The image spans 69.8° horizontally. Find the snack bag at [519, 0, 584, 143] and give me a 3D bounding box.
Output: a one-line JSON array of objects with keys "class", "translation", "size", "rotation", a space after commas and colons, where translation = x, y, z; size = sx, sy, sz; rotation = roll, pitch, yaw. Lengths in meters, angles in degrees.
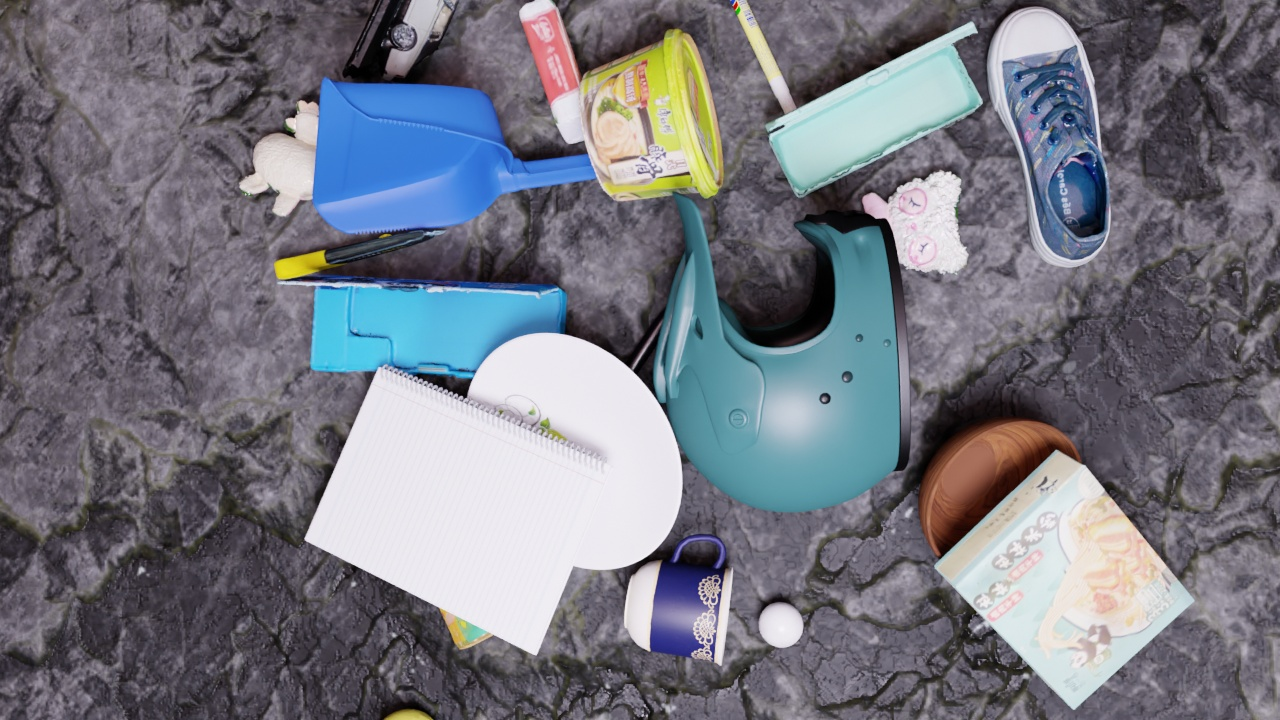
[{"class": "snack bag", "translation": [-0.074, -0.266, 0.851], "size": [0.036, 0.077, 0.116], "rotation": [-19, 87, 4]}]

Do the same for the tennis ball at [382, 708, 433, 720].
[{"class": "tennis ball", "translation": [-0.220, 0.363, 0.864], "size": [0.065, 0.065, 0.065], "rotation": [0, 89, 6]}]

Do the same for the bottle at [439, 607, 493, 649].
[{"class": "bottle", "translation": [-0.184, 0.160, 0.861], "size": [0.068, 0.068, 0.209], "rotation": [-28, 82, 5]}]

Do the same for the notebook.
[{"class": "notebook", "translation": [-0.166, 0.126, 0.820], "size": [0.246, 0.013, 0.178], "rotation": [21, 86, 15]}]

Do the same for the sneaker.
[{"class": "sneaker", "translation": [0.369, -0.201, 0.801], "size": [0.087, 0.079, 0.235], "rotation": [-12, 88, 6]}]

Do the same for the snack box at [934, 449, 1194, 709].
[{"class": "snack box", "translation": [0.361, 0.189, 0.780], "size": [0.141, 0.044, 0.193], "rotation": [-44, 111, 3]}]

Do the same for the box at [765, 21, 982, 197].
[{"class": "box", "translation": [0.209, -0.225, 0.812], "size": [0.188, 0.093, 0.077], "rotation": [-25, 85, 5]}]

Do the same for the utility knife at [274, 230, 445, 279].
[{"class": "utility knife", "translation": [-0.274, -0.107, 0.896], "size": [0.172, 0.028, 0.020], "rotation": [-12, 93, 4]}]

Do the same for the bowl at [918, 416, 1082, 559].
[{"class": "bowl", "translation": [0.300, 0.109, 0.802], "size": [0.147, 0.069, 0.147], "rotation": [-4, 109, -13]}]

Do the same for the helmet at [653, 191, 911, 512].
[{"class": "helmet", "translation": [0.109, -0.008, 0.771], "size": [0.200, 0.176, 0.275], "rotation": [-4, 98, 4]}]

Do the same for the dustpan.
[{"class": "dustpan", "translation": [-0.151, -0.181, 0.823], "size": [0.257, 0.246, 0.059], "rotation": [-14, 82, -24]}]

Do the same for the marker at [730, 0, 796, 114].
[{"class": "marker", "translation": [0.116, -0.288, 0.862], "size": [0.014, 0.014, 0.132], "rotation": [-25, 87, 5]}]

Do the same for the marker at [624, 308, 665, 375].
[{"class": "marker", "translation": [-0.005, 0.005, 0.871], "size": [0.018, 0.015, 0.134], "rotation": [33, 93, -22]}]

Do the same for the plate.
[{"class": "plate", "translation": [-0.060, 0.081, 0.836], "size": [0.230, 0.030, 0.230], "rotation": [11, 113, 26]}]

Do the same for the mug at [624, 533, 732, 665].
[{"class": "mug", "translation": [0.036, 0.211, 0.830], "size": [0.089, 0.085, 0.111], "rotation": [6, 85, 9]}]

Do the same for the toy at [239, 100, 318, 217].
[{"class": "toy", "translation": [-0.336, -0.192, 0.892], "size": [0.087, 0.050, 0.112], "rotation": [23, 78, 11]}]

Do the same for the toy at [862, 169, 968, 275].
[{"class": "toy", "translation": [0.242, -0.120, 0.835], "size": [0.109, 0.041, 0.095], "rotation": [-8, 90, 12]}]

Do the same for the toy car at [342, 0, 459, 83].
[{"class": "toy car", "translation": [-0.212, -0.345, 0.873], "size": [0.071, 0.094, 0.191], "rotation": [23, 90, -24]}]

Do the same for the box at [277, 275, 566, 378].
[{"class": "box", "translation": [-0.198, -0.033, 0.842], "size": [0.243, 0.115, 0.094], "rotation": [3, 88, 6]}]

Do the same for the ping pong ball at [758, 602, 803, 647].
[{"class": "ping pong ball", "translation": [0.129, 0.242, 0.840], "size": [0.040, 0.040, 0.040], "rotation": [0, 89, 6]}]

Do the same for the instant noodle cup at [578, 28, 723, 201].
[{"class": "instant noodle cup", "translation": [0.010, -0.208, 0.813], "size": [0.098, 0.146, 0.146], "rotation": [-10, 88, 16]}]
